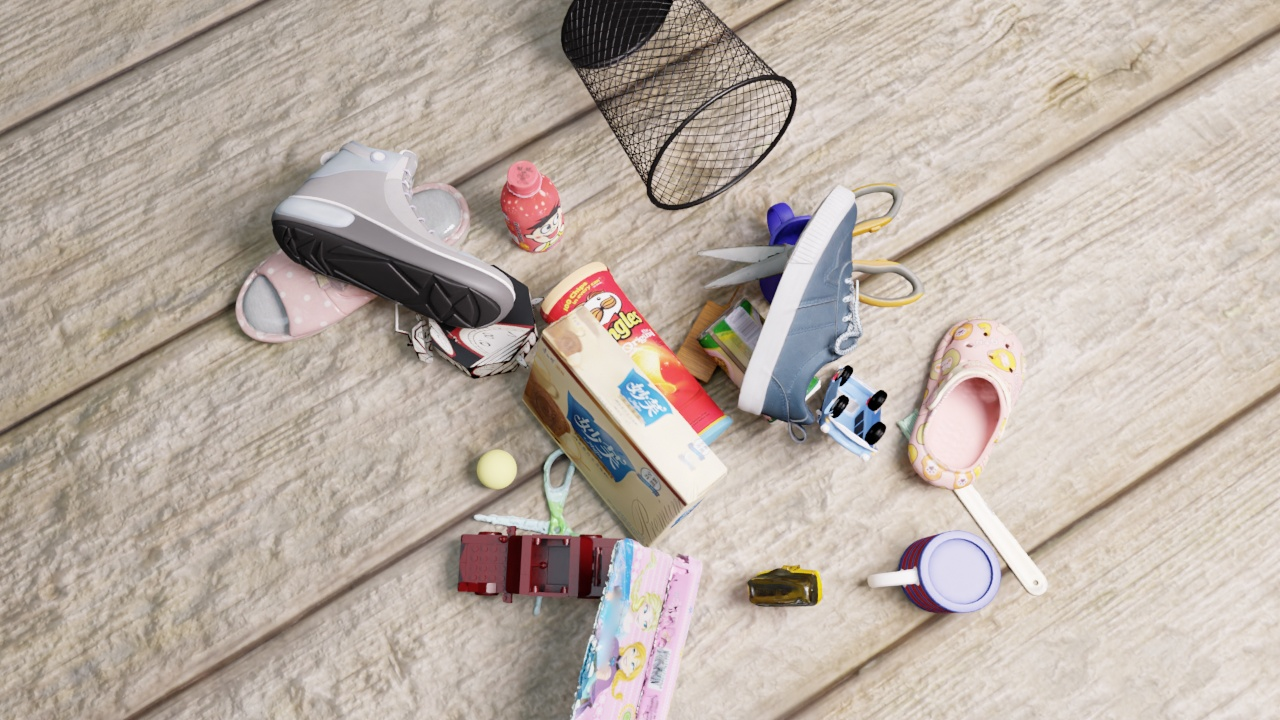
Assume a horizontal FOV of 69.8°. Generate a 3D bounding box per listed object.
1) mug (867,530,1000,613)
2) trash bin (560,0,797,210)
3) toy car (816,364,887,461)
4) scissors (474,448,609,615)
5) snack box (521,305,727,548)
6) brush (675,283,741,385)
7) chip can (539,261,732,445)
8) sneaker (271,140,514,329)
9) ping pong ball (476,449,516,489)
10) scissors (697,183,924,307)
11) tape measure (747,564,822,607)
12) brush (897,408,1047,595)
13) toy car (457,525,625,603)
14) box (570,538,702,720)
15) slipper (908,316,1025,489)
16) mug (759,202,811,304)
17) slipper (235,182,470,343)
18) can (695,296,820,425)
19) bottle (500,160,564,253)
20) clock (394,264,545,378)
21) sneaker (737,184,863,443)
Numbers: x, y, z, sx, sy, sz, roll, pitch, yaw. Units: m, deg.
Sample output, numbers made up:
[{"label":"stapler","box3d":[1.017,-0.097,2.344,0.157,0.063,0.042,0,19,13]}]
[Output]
[{"label":"mug","box3d":[0.277,0.206,0.881,0.112,0.076,0.075,-6,75,-1]},{"label":"trash bin","box3d":[0.029,-0.301,0.977,0.184,0.184,0.210,-32,71,-8]},{"label":"toy car","box3d":[0.205,0.053,0.899,0.056,0.153,0.055,36,115,1]},{"label":"scissors","box3d":[-0.084,0.171,0.930,0.171,0.021,0.172,12,80,1]},{"label":"snack box","box3d":[-0.024,0.068,0.879,0.055,0.154,0.207,-35,77,-27]},{"label":"brush","box3d":[0.082,-0.037,0.980,0.048,0.017,0.126,29,77,8]},{"label":"chip can","box3d":[-0.006,0.005,0.935,0.087,0.087,0.213,-38,79,-9]},{"label":"sneaker","box3d":[-0.226,-0.138,0.925,0.257,0.093,0.160,19,58,7]},{"label":"ping pong ball","box3d":[-0.146,0.111,0.931,0.040,0.040,0.040,0,75,0]},{"label":"scissors","box3d":[0.171,-0.117,0.914,0.225,0.016,0.175,8,76,5]},{"label":"tape measure","box3d":[0.142,0.217,0.886,0.066,0.064,0.037,-6,81,29]},{"label":"brush","box3d":[0.339,0.144,0.933,0.033,0.012,0.217,-33,79,-9]},{"label":"toy car","box3d":[-0.095,0.198,0.885,0.170,0.062,0.070,1,77,3]},{"label":"box","box3d":[0.003,0.284,0.826,0.062,0.161,0.230,8,74,26]},{"label":"slipper","box3d":[0.337,0.036,0.918,0.093,0.082,0.197,25,69,5]},{"label":"mug","box3d":[0.163,-0.113,0.966,0.079,0.083,0.111,-22,76,-5]},{"label":"slipper","box3d":[-0.310,-0.111,0.986,0.274,0.054,0.114,-32,77,-8]},{"label":"can","box3d":[0.120,0.001,0.932,0.067,0.067,0.121,-42,90,-10]},{"label":"bottle","box3d":[-0.114,-0.163,0.955,0.062,0.138,0.062,0,76,0]},{"label":"clock","box3d":[-0.185,-0.047,0.961,0.155,0.065,0.114,11,75,3]},{"label":"sneaker","box3d":[0.165,-0.043,0.851,0.087,0.089,0.236,21,97,9]}]
